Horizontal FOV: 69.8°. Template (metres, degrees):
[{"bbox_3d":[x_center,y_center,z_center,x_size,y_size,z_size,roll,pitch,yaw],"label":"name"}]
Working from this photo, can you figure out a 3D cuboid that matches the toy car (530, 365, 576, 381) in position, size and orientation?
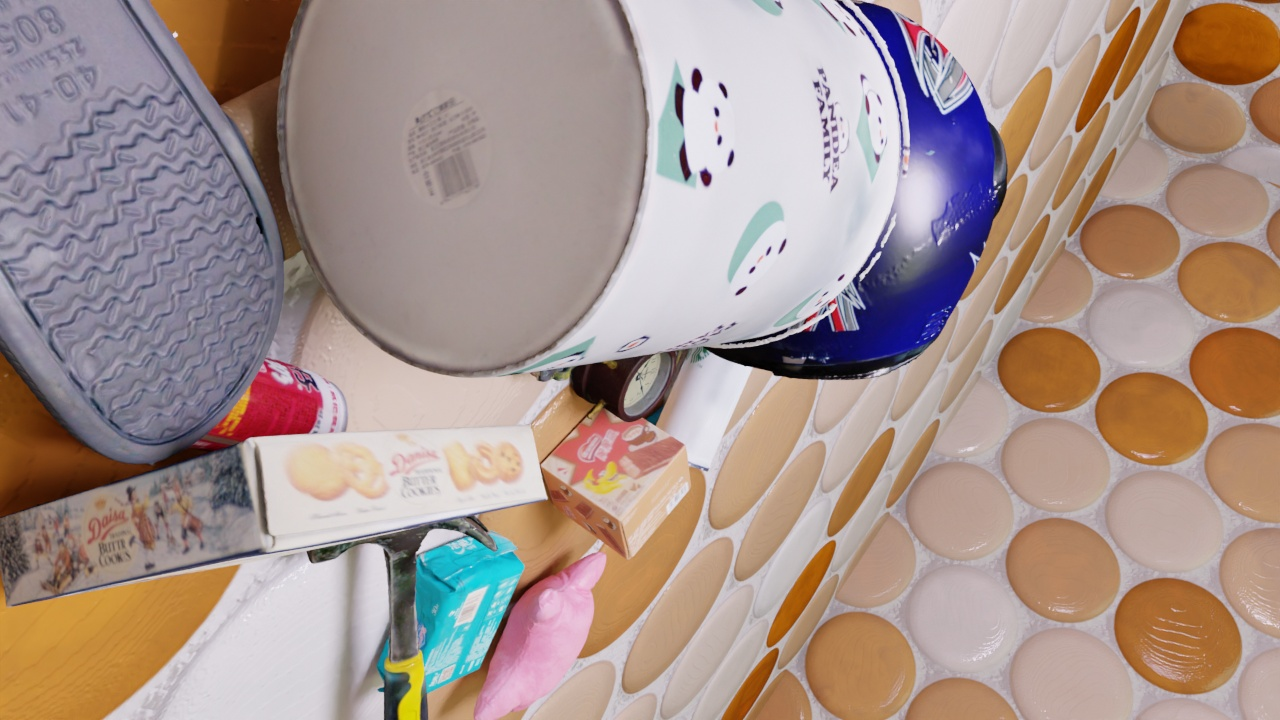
[{"bbox_3d":[-0.052,-0.020,0.706,0.090,0.035,0.042,-36,147,-39],"label":"toy car"}]

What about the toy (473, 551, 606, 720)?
[{"bbox_3d":[-0.094,0.274,0.904,0.195,0.074,0.178,-63,164,16],"label":"toy"}]

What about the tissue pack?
[{"bbox_3d":[-0.156,0.209,0.746,0.093,0.050,0.134,-4,122,-59],"label":"tissue pack"}]

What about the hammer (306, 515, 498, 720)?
[{"bbox_3d":[-0.171,0.232,0.676,0.126,0.032,0.324,-10,122,-27],"label":"hammer"}]

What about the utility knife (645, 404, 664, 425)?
[{"bbox_3d":[0.056,0.037,0.973,0.193,0.018,0.034,-38,141,-35],"label":"utility knife"}]

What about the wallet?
[{"bbox_3d":[-0.160,-0.098,0.439,0.115,0.033,0.090,-43,153,-31],"label":"wallet"}]

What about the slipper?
[{"bbox_3d":[-0.216,-0.088,0.313,0.110,0.083,0.268,-48,135,-39],"label":"slipper"}]

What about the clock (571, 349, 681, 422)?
[{"bbox_3d":[-0.005,0.005,0.791,0.121,0.055,0.082,-21,135,-48],"label":"clock"}]

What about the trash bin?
[{"bbox_3d":[-0.014,-0.102,0.449,0.251,0.230,0.230,-17,131,-59],"label":"trash bin"}]

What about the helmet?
[{"bbox_3d":[0.131,-0.141,0.686,0.314,0.247,0.241,-73,161,-67],"label":"helmet"}]

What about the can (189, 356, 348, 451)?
[{"bbox_3d":[-0.206,0.019,0.453,0.053,0.053,0.132,-59,154,-1],"label":"can"}]

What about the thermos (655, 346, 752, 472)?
[{"bbox_3d":[0.079,-0.007,0.902,0.073,0.073,0.224,24,90,-64],"label":"thermos"}]

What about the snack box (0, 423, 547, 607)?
[{"bbox_3d":[-0.170,0.072,0.448,0.177,0.183,0.045,3,73,-61],"label":"snack box"}]

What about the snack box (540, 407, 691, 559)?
[{"bbox_3d":[-0.021,0.105,0.825,0.092,0.094,0.077,-46,151,-24],"label":"snack box"}]
